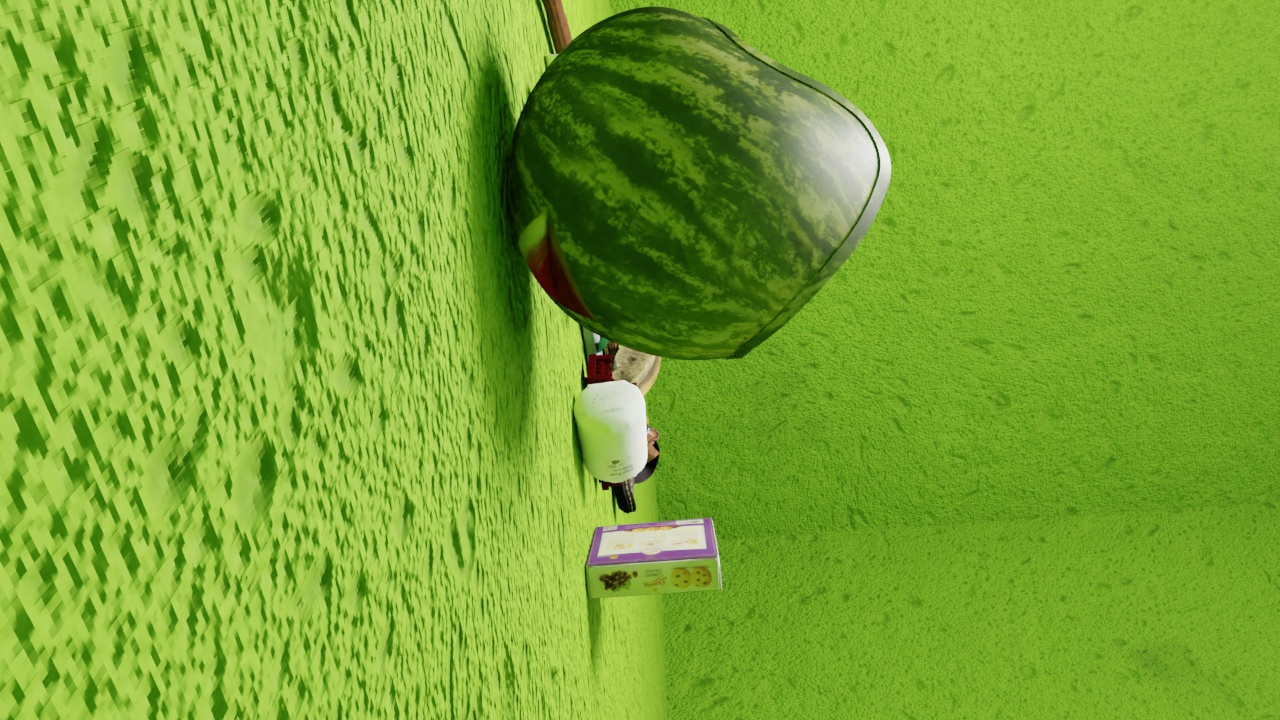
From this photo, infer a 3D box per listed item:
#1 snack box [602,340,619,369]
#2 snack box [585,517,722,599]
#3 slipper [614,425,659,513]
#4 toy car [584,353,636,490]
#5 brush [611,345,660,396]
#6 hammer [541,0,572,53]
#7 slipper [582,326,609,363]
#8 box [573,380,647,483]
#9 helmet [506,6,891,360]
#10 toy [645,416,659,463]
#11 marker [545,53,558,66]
[{"bbox_3d":[-0.049,-0.023,1.294,0.141,0.032,0.050,83,4,-56],"label":"snack box"},{"bbox_3d":[0.016,0.221,1.040,0.148,0.143,0.040,-73,158,-83],"label":"snack box"},{"bbox_3d":[-0.008,0.129,1.507,0.113,0.076,0.267,84,3,-48],"label":"slipper"},{"bbox_3d":[-0.032,0.077,1.141,0.070,0.062,0.170,-90,176,-58],"label":"toy car"},{"bbox_3d":[-0.007,0.007,1.253,0.195,0.059,0.043,-60,155,-63],"label":"brush"},{"bbox_3d":[-0.083,-0.342,1.071,0.323,0.033,0.115,74,10,-77],"label":"hammer"},{"bbox_3d":[-0.049,-0.067,1.146,0.098,0.055,0.269,-95,-179,-46],"label":"slipper"},{"bbox_3d":[-0.028,0.092,1.029,0.166,0.083,0.092,86,-8,-45],"label":"box"},{"bbox_3d":[0.021,-0.125,0.668,0.242,0.247,0.214,-50,-177,-24],"label":"helmet"},{"bbox_3d":[-0.012,0.100,1.376,0.112,0.068,0.087,53,43,3],"label":"toy"},{"bbox_3d":[-0.081,-0.260,0.987,0.023,0.027,0.133,-34,126,-50],"label":"marker"}]
